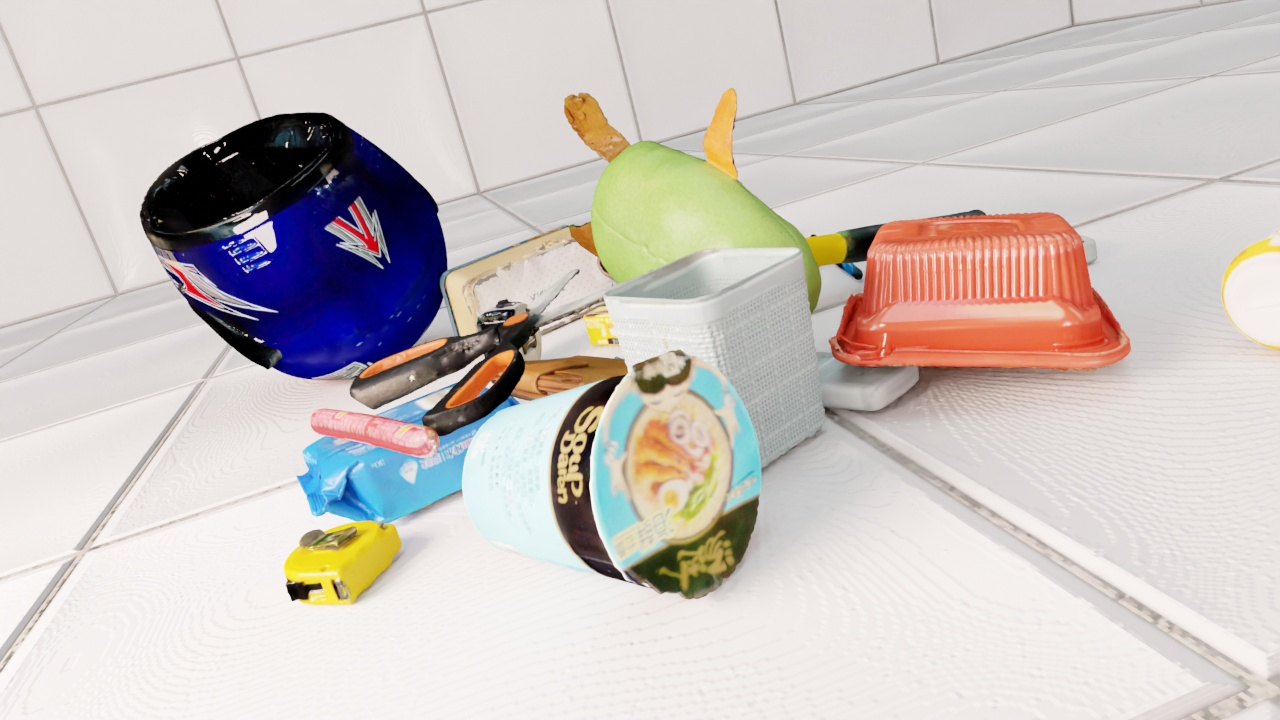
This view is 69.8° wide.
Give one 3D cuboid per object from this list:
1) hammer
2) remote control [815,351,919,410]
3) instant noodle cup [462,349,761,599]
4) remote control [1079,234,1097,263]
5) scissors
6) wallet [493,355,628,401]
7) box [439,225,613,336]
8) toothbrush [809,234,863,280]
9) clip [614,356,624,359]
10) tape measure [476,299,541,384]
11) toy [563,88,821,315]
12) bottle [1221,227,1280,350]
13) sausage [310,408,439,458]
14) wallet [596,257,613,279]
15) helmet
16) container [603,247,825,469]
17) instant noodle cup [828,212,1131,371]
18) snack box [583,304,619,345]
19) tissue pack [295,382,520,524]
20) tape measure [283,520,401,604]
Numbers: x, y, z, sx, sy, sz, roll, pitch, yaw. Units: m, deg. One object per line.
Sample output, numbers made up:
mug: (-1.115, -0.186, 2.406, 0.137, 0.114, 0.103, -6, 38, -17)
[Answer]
hammer: (0.171, -0.097, 0.783, 0.300, 0.129, 0.033, -10, 12, -21)
remote control: (0.111, 0.012, 0.599, 0.055, 0.020, 0.136, -27, 21, -39)
instant noodle cup: (-0.022, 0.056, 0.447, 0.121, 0.111, 0.111, -8, 17, 45)
remote control: (0.278, -0.071, 0.718, 0.150, 0.021, 0.058, -19, 18, -10)
scissors: (-0.097, -0.009, 0.619, 0.221, 0.022, 0.234, -16, 22, 17)
wallet: (-0.040, 0.014, 0.662, 0.107, 0.031, 0.132, -5, 7, -39)
box: (-0.115, -0.071, 0.930, 0.183, 0.090, 0.062, -24, 26, -31)
toothbrush: (0.193, -0.103, 0.905, 0.016, 0.014, 0.189, 8, 17, -6)
clip: (-0.003, 0.004, 0.731, 0.034, 0.013, 0.054, -16, 15, -1)
tape measure: (-0.112, -0.018, 0.799, 0.034, 0.066, 0.065, -5, 22, 16)
toy: (0.031, -0.089, 0.665, 0.089, 0.227, 0.247, -26, 50, -35)
bottle: (0.371, -0.048, 0.499, 0.108, 0.063, 0.063, -24, 19, -26)
sausage: (-0.161, 0.042, 0.552, 0.156, 0.020, 0.020, 4, 25, 46)
wallet: (0.032, -0.105, 0.911, 0.125, 0.032, 0.101, -2, 13, 33)
helmet: (-0.340, -0.103, 0.945, 0.316, 0.240, 0.246, 14, 54, 41)
container: (0.047, 0.000, 0.535, 0.090, 0.111, 0.090, -27, 22, -34)
instant noodle cup: (0.208, -0.046, 0.579, 0.165, 0.079, 0.188, -1, 16, 18)
snack box: (0.026, -0.052, 0.847, 0.087, 0.034, 0.140, 1, 21, 43)
tissue pack: (-0.146, 0.061, 0.606, 0.156, 0.052, 0.095, -23, 17, -25)
tape measure: (-0.169, 0.110, 0.512, 0.057, 0.029, 0.059, -8, 18, 23)
